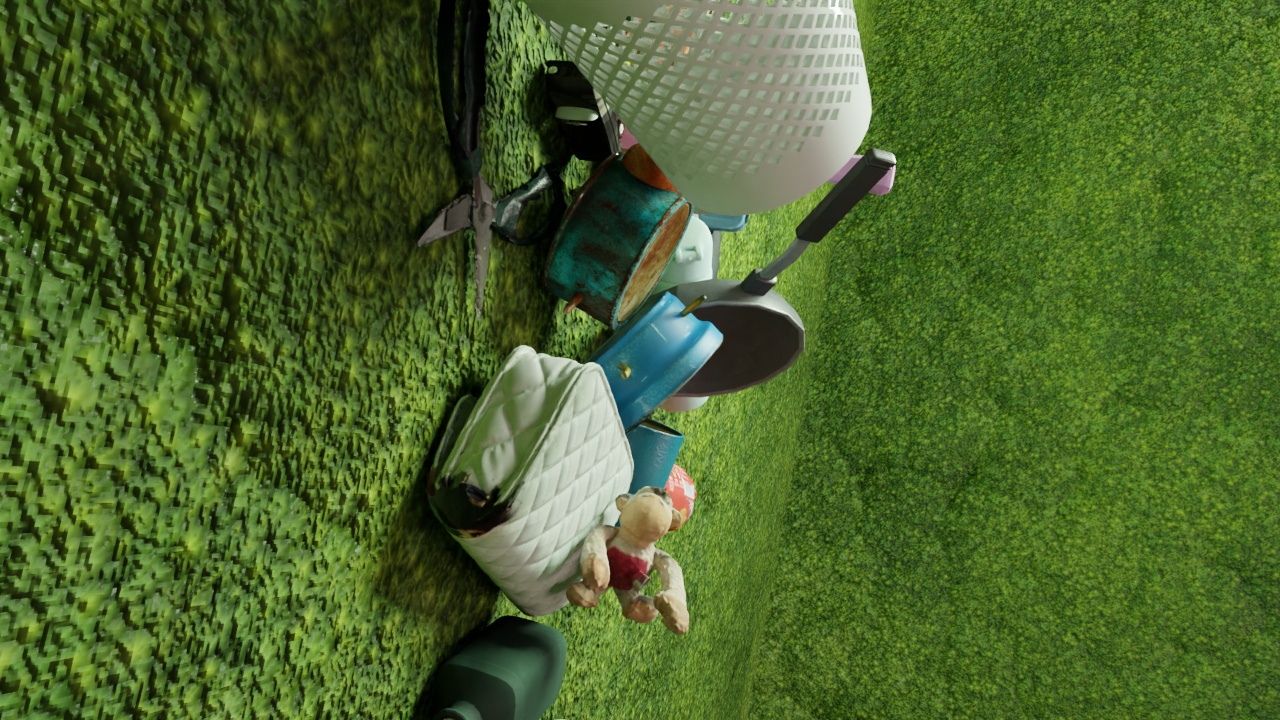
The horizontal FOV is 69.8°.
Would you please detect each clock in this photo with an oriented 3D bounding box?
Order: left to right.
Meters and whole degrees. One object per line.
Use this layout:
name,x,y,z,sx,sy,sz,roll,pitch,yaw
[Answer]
clock,-0.010,-0.104,0.662,0.158,0.073,0.121,-59,172,6
clock,-0.004,0.004,0.721,0.116,0.060,0.162,-46,-172,-23

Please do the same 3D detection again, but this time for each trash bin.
trash bin,0.037,-0.195,0.506,0.199,0.196,0.195,50,49,-47

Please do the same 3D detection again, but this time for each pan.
pan,0.098,-0.065,0.786,0.358,0.178,0.041,131,-39,-52

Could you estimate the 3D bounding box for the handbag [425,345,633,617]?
handbag,-0.071,0.086,0.626,0.138,0.072,0.195,-62,158,-26

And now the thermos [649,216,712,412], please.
thermos,0.040,-0.046,0.937,0.077,0.065,0.207,-108,-168,-53

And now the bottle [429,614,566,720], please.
bottle,-0.102,0.225,0.615,0.131,0.061,0.061,-17,118,-72

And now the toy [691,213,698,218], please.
toy,0.052,-0.175,0.968,0.049,0.030,0.112,-83,168,-56

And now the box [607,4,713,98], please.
box,0.010,-0.252,0.701,0.048,0.085,0.186,89,21,-51

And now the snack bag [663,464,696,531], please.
snack bag,0.007,0.130,0.917,0.176,0.082,0.082,43,58,-71

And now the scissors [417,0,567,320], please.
scissors,-0.084,-0.130,0.552,0.201,0.015,0.202,-54,150,-62

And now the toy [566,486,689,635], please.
toy,0.003,0.134,0.644,0.074,0.085,0.105,118,-5,-55

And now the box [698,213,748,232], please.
box,0.109,-0.250,1.054,0.037,0.066,0.209,13,86,-70

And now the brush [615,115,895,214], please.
brush,0.084,-0.158,0.730,0.043,0.229,0.089,57,44,-78

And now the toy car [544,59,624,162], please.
toy car,-0.038,-0.169,0.637,0.092,0.040,0.037,68,35,-62

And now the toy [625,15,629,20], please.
toy,-0.003,-0.295,0.639,0.131,0.072,0.192,-47,-172,39

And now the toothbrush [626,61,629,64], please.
toothbrush,-0.012,-0.235,0.731,0.021,0.016,0.135,68,34,-53

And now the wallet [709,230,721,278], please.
wallet,0.073,-0.112,1.086,0.114,0.026,0.089,-61,157,-48

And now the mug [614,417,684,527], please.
mug,-0.028,0.096,0.783,0.112,0.084,0.104,17,94,-46
